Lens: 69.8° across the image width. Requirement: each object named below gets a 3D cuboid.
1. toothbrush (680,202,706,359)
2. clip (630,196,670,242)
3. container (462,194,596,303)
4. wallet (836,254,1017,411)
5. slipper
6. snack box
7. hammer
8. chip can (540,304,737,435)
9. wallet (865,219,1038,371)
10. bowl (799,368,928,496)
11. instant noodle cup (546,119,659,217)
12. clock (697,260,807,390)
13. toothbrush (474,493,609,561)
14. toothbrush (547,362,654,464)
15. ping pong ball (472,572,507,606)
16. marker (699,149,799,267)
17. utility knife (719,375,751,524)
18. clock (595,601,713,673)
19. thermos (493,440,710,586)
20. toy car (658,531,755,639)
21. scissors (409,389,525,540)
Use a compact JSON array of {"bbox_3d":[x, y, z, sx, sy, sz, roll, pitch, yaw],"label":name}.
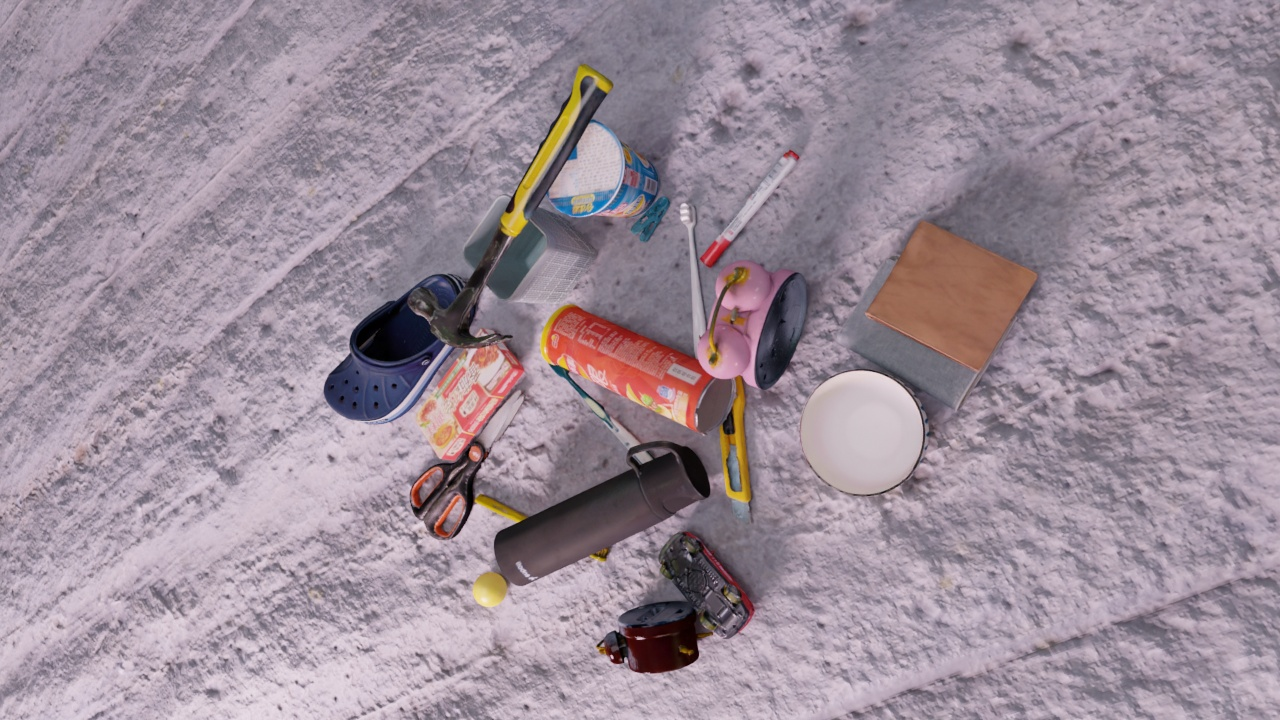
[{"bbox_3d":[0.057,-0.079,0.977,0.016,0.016,0.180,-7,86,31],"label":"toothbrush"},{"bbox_3d":[0.012,-0.155,1.001,0.013,0.034,0.055,42,92,23],"label":"clip"},{"bbox_3d":[-0.118,-0.119,1.022,0.090,0.111,0.090,47,111,22],"label":"container"},{"bbox_3d":[0.264,-0.030,0.849,0.130,0.037,0.106,34,95,27],"label":"wallet"},{"bbox_3d":[-0.307,-0.009,1.138,0.253,0.095,0.105,-41,68,18],"label":"slipper"},{"bbox_3d":[-0.209,0.041,1.110,0.153,0.025,0.075,-50,58,16],"label":"snack box"},{"bbox_3d":[-0.123,-0.150,0.943,0.126,0.031,0.324,41,107,24],"label":"hammer"},{"bbox_3d":[-0.006,0.006,0.970,0.217,0.073,0.073,23,100,33],"label":"chip can"},{"bbox_3d":[0.275,-0.058,0.817,0.115,0.020,0.101,33,94,25],"label":"wallet"},{"bbox_3d":[0.214,0.067,0.859,0.117,0.066,0.116,-1,87,29],"label":"bowl"},{"bbox_3d":[-0.034,-0.195,0.977,0.099,0.109,0.099,0,89,28],"label":"instant noodle cup"},{"bbox_3d":[0.103,-0.036,0.871,0.060,0.158,0.117,19,97,25],"label":"clock"},{"bbox_3d":[-0.117,0.192,1.070,0.190,0.015,0.016,18,93,28],"label":"toothbrush"},{"bbox_3d":[-0.041,0.060,1.032,0.191,0.018,0.016,45,109,20],"label":"toothbrush"},{"bbox_3d":[-0.178,0.272,1.088,0.040,0.040,0.040,-1,88,29],"label":"ping pong ball"},{"bbox_3d":[0.112,-0.156,0.949,0.017,0.017,0.145,47,110,22],"label":"marker"},{"bbox_3d":[0.097,0.082,0.952,0.033,0.015,0.176,-9,84,32],"label":"utility knife"},{"bbox_3d":[0.009,0.289,0.961,0.122,0.082,0.055,-11,90,26],"label":"clock"},{"bbox_3d":[-0.049,0.159,0.986,0.243,0.068,0.090,-29,111,19],"label":"thermos"},{"bbox_3d":[0.068,0.231,0.949,0.053,0.045,0.120,-51,61,16],"label":"toy car"},{"bbox_3d":[-0.217,0.113,1.124,0.139,0.021,0.235,24,101,28],"label":"scissors"}]
